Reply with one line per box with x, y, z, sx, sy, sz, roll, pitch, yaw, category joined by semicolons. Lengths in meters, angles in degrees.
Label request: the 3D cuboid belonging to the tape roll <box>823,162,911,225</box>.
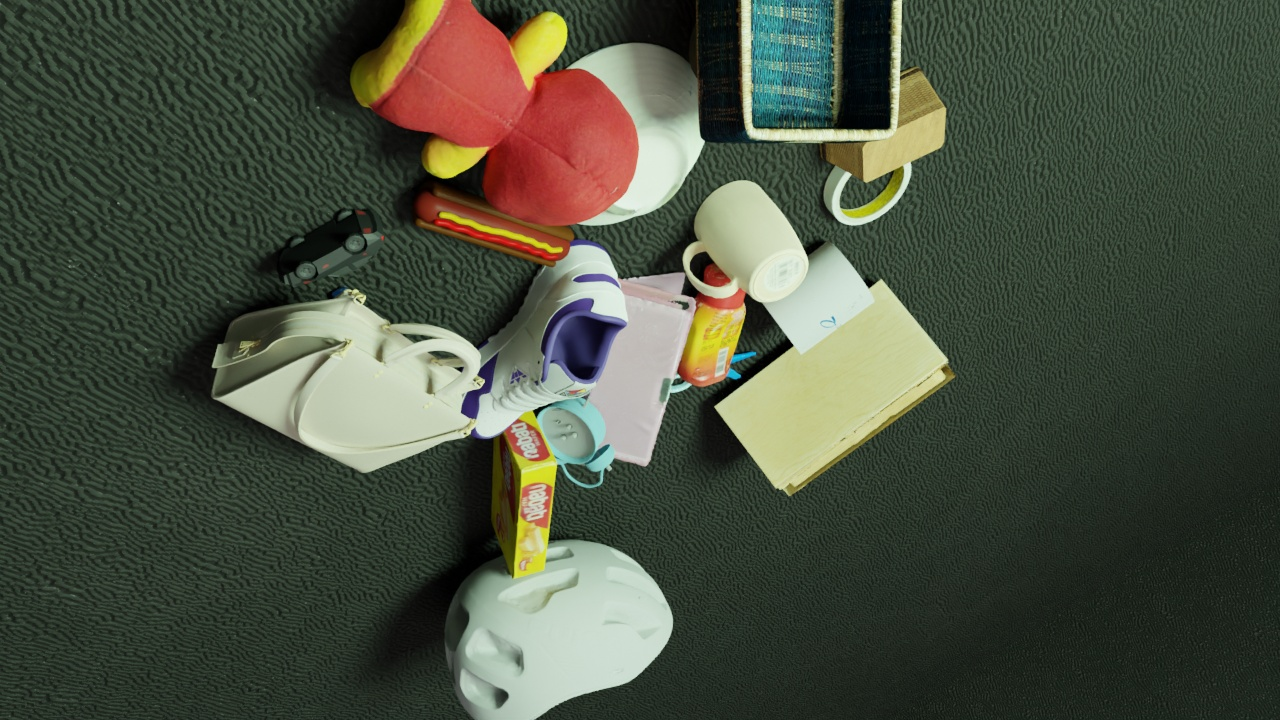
0.236;-0.184;0.954;0.094;0.019;0.094;-17;139;-15;tape roll

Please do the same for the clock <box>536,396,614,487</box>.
-0.072;0.091;1.003;0.041;0.087;0.123;-49;137;-47;clock

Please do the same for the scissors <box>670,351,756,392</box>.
0.076;0.012;1.070;0.131;0.018;0.109;22;121;-43;scissors

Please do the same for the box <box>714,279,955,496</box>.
0.242;0.044;1.119;0.249;0.142;0.179;-38;147;10;box

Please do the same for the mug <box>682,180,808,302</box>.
0.097;-0.104;0.887;0.111;0.104;0.085;-29;140;-3;mug

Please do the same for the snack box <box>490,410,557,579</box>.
-0.133;0.150;1.026;0.042;0.092;0.201;-11;138;-22;snack box

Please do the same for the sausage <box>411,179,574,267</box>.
-0.124;-0.116;0.790;0.155;0.040;0.040;14;124;-41;sausage

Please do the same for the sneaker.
-0.091;0.008;0.886;0.091;0.111;0.245;14;124;-41;sneaker

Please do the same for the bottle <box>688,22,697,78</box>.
0.098;-0.256;0.759;0.108;0.060;0.060;-6;135;-26;bottle

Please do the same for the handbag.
-0.221;0.014;0.781;0.198;0.101;0.194;-15;147;24;handbag

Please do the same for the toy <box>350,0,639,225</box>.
-0.095;-0.176;0.670;0.216;0.098;0.148;32;119;-26;toy

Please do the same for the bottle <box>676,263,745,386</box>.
0.078;-0.039;0.978;0.071;0.048;0.134;-16;134;-36;bottle

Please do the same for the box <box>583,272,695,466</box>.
-0.008;0.004;0.995;0.099;0.080;0.233;15;131;2;box

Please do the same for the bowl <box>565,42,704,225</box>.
-0.009;-0.174;0.783;0.176;0.057;0.177;-17;139;-16;bowl

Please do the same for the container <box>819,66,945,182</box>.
0.235;-0.222;0.879;0.114;0.061;0.063;-26;141;-5;container

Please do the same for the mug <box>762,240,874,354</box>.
0.194;-0.066;1.017;0.096;0.083;0.119;-37;168;8;mug

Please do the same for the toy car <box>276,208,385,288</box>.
-0.248;-0.087;0.740;0.091;0.042;0.036;-30;139;-1;toy car

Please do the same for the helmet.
-0.098;0.322;1.135;0.282;0.224;0.184;-2;111;-20;helmet

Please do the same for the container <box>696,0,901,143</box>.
0.118;-0.260;0.693;0.145;0.071;0.187;-7;102;-26;container

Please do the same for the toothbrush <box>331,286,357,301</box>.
-0.234;-0.003;0.860;0.016;0.017;0.190;-29;141;-4;toothbrush
